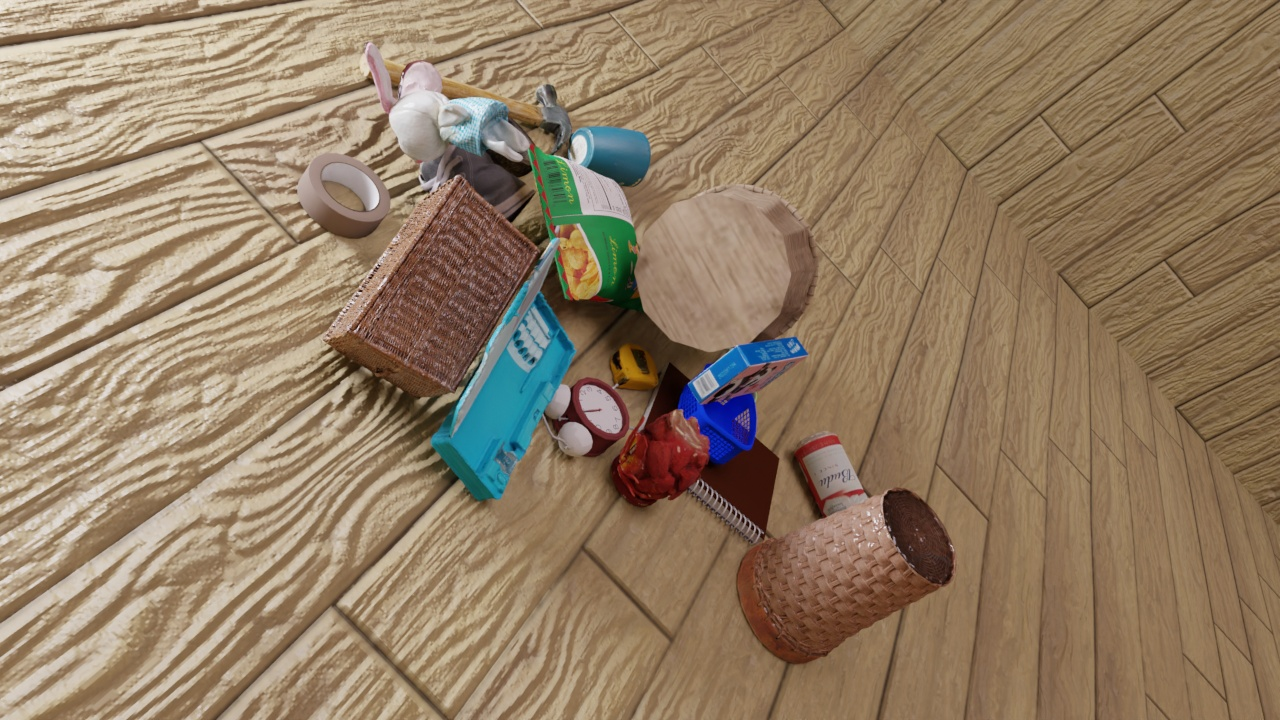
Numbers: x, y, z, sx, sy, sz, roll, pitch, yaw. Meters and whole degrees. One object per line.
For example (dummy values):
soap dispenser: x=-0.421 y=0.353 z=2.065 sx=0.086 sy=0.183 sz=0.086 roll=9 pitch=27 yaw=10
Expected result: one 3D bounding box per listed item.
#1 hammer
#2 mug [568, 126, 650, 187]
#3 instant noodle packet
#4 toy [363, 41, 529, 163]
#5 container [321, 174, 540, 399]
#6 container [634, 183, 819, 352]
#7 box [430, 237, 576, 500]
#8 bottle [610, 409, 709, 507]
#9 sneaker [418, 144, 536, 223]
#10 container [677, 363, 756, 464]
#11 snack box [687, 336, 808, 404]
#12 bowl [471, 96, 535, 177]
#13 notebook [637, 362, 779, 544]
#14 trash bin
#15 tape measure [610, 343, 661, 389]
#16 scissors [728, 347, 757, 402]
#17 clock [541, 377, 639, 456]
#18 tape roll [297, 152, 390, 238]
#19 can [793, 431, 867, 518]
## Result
hammer: x=-0.228 y=-0.361 z=1.265 sx=0.329 sy=0.033 sz=0.132 roll=3 pitch=57 yaw=-45
mug: x=-0.058 y=-0.313 z=1.372 sx=0.104 sy=0.085 sz=0.112 roll=-1 pitch=31 yaw=-41
instant noodle packet: x=-0.059 y=-0.160 z=1.181 sx=0.252 sy=0.090 sz=0.195 roll=4 pitch=70 yaw=-66
toy: x=-0.214 y=-0.262 z=1.026 sx=0.205 sy=0.106 sz=0.130 roll=30 pitch=19 yaw=14
container: x=-0.201 y=-0.066 z=0.895 sx=0.112 sy=0.114 sz=0.198 roll=37 pitch=69 yaw=-24
container: x=0.107 y=-0.117 z=1.182 sx=0.227 sy=0.227 sz=0.196 roll=52 pitch=17 yaw=3
box: x=-0.137 y=0.004 z=0.929 sx=0.074 sy=0.181 sz=0.226 roll=9 pitch=46 yaw=15
bottle: x=0.020 y=0.111 z=1.036 sx=0.099 sy=0.111 sz=0.098 roll=29 pitch=41 yaw=-28
sneaker: x=-0.220 y=-0.183 z=1.062 sx=0.120 sy=0.095 sz=0.234 roll=42 pitch=39 yaw=-6
container: x=0.094 y=0.071 z=1.162 sx=0.096 sy=0.058 sz=0.114 roll=37 pitch=34 yaw=-18
snack box: x=0.136 y=0.011 z=1.135 sx=0.153 sy=0.088 sz=0.033 roll=-8 pitch=64 yaw=-53
bowl: x=-0.194 y=-0.280 z=1.200 sx=0.121 sy=0.056 sz=0.121 roll=39 pitch=24 yaw=-21
notebook: x=0.091 y=0.119 z=1.184 sx=0.209 sy=0.022 sz=0.171 roll=41 pitch=35 yaw=-13
trash bin: x=0.237 y=0.245 z=1.064 sx=0.151 sy=0.211 sz=0.151 roll=27 pitch=41 yaw=-27
tape measure: x=-0.007 y=0.007 z=1.171 sx=0.068 sy=0.030 sz=0.058 roll=8 pitch=55 yaw=-44
scissors: x=0.140 y=-0.004 z=1.355 sx=0.072 sy=0.033 sz=0.175 roll=24 pitch=46 yaw=-26
clock: x=-0.063 y=0.065 z=1.046 sx=0.124 sy=0.044 sz=0.087 roll=-3 pitch=61 yaw=-50
tape roll: x=-0.322 y=-0.180 z=0.999 sx=0.093 sy=0.030 sz=0.093 roll=28 pitch=41 yaw=-28
can: x=0.276 y=0.185 z=1.283 sx=0.067 sy=0.067 sz=0.170 roll=4 pitch=56 yaw=-45
